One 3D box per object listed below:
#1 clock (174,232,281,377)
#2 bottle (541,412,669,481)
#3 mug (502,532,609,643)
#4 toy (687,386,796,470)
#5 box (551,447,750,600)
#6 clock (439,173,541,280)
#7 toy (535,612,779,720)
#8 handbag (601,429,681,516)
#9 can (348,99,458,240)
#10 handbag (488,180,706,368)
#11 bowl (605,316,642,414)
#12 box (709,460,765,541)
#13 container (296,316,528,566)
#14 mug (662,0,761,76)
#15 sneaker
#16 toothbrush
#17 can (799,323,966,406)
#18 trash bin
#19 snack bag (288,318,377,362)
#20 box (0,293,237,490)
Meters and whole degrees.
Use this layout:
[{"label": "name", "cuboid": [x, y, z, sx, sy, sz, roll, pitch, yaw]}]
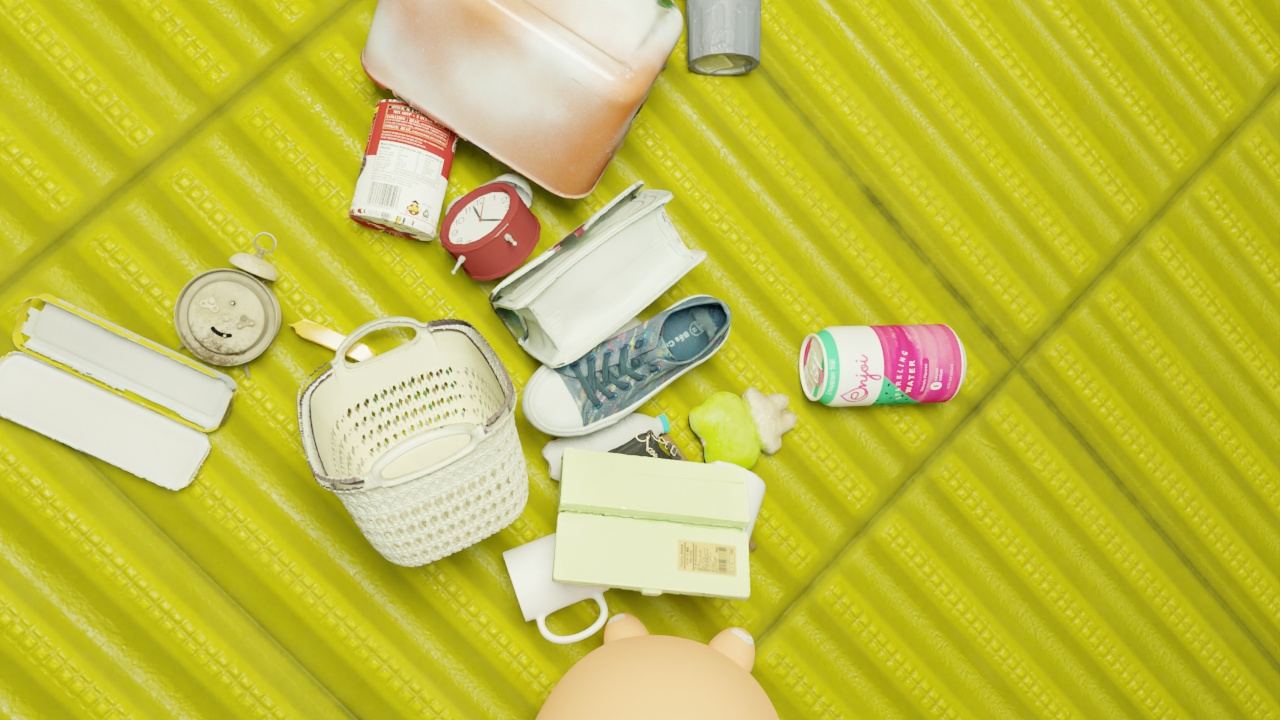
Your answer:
[{"label": "clock", "cuboid": [-0.392, -0.060, 0.900, 0.093, 0.054, 0.141, 25, 91, -10]}, {"label": "bottle", "cuboid": [-0.035, 0.088, 0.973, 0.136, 0.044, 0.044, -18, 92, -11]}, {"label": "mug", "cuboid": [-0.080, 0.232, 0.936, 0.090, 0.074, 0.110, -19, 69, -12]}, {"label": "toy", "cuboid": [0.115, 0.071, 1.005, 0.117, 0.043, 0.092, -22, 90, -14]}, {"label": "box", "cuboid": [0.013, 0.154, 0.868, 0.187, 0.030, 0.138, 9, 54, -7]}, {"label": "clock", "cuboid": [-0.153, -0.138, 0.923, 0.096, 0.137, 0.048, -23, 137, 13]}, {"label": "toy", "cuboid": [0.019, 0.390, 0.874, 0.263, 0.266, 0.280, 2, 67, 20]}, {"label": "handbag", "cuboid": [-0.021, 0.117, 0.944, 0.128, 0.054, 0.079, -26, 127, 1]}, {"label": "can", "cuboid": [-0.236, -0.188, 0.918, 0.086, 0.087, 0.116, 13, 85, -11]}, {"label": "handbag", "cuboid": [-0.050, -0.091, 0.926, 0.198, 0.142, 0.096, -39, 112, -11]}, {"label": "bowl", "cuboid": [-0.033, -0.001, 0.972, 0.114, 0.051, 0.114, 0, 88, -12]}, {"label": "box", "cuboid": [0.064, 0.179, 0.932, 0.094, 0.084, 0.165, 36, 57, -25]}, {"label": "container", "cuboid": [-0.202, 0.068, 0.841, 0.184, 0.251, 0.143, -25, 122, -13]}, {"label": "mug", "cuboid": [0.070, -0.371, 0.996, 0.124, 0.083, 0.104, 0, 90, 12]}, {"label": "sneaker", "cuboid": [-0.005, 0.005, 0.909, 0.235, 0.079, 0.087, -28, 94, -11]}, {"label": "toothbrush", "cuboid": [0.073, 0.146, 1.007, 0.016, 0.016, 0.167, -39, 96, -11]}, {"label": "can", "cuboid": [0.267, 0.005, 1.013, 0.165, 0.088, 0.088, -2, 89, -12]}, {"label": "trash bin", "cuboid": [-0.105, -0.309, 0.878, 0.259, 0.158, 0.181, 32, 50, -8]}, {"label": "snack bag", "cuboid": [-0.307, -0.018, 0.930, 0.099, 0.026, 0.020, 25, 77, -8]}, {"label": "box", "cuboid": [-0.508, 0.031, 0.882, 0.209, 0.045, 0.128, 27, 84, -10]}]
